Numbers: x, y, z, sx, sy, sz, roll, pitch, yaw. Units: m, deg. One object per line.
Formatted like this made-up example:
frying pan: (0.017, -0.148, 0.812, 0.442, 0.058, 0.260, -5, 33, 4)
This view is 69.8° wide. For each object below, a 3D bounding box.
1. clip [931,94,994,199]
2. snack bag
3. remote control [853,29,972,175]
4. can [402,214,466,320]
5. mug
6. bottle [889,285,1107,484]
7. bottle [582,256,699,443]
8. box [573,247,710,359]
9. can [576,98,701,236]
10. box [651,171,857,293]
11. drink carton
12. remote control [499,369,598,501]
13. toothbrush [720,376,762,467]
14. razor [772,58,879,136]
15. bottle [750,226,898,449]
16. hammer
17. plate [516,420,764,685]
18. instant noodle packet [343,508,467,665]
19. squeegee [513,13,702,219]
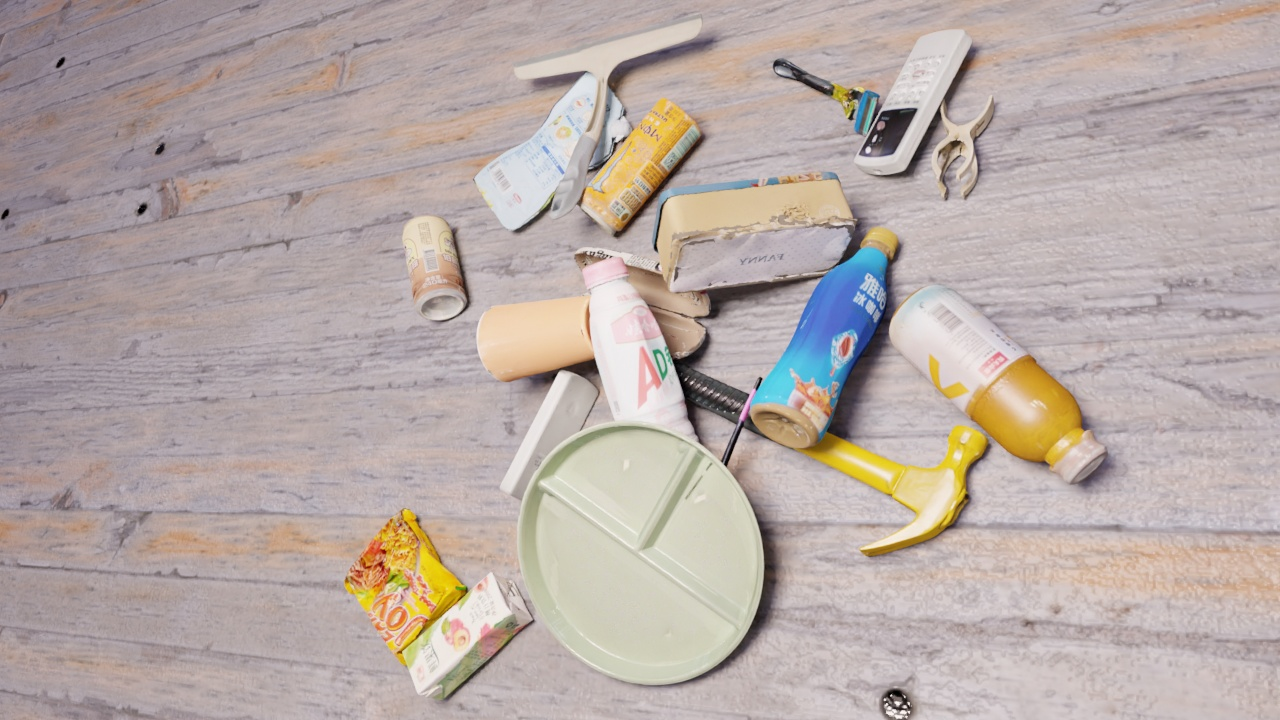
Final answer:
clip: (0.288, -0.194, 0.826, 0.072, 0.034, 0.100, 3, 63, 30)
snack bag: (-0.100, -0.239, 1.050, 0.191, 0.039, 0.110, -38, 55, 7)
remote control: (0.253, -0.242, 0.856, 0.058, 0.021, 0.150, 19, 79, 58)
can: (-0.239, -0.107, 1.059, 0.059, 0.058, 0.116, -27, 60, 16)
mug: (-0.088, -0.025, 0.893, 0.123, 0.078, 0.078, -9, 66, 31)
bottle: (0.279, 0.018, 0.722, 0.068, 0.068, 0.189, -43, 57, 7)
bottle: (-0.005, 0.005, 0.833, 0.068, 0.068, 0.197, -18, 91, 21)
box: (-0.009, -0.061, 0.900, 0.162, 0.086, 0.075, 19, 42, 38)
can: (-0.002, -0.204, 0.969, 0.146, 0.058, 0.058, -49, 56, 3)
box: (0.094, -0.113, 0.821, 0.184, 0.090, 0.062, -5, 60, -11)
drink carton: (-0.165, 0.264, 0.878, 0.122, 0.045, 0.053, -43, 51, 6)
remote control: (-0.089, 0.076, 0.906, 0.019, 0.056, 0.135, 22, 83, 36)
toothbrush: (0.071, 0.102, 0.807, 0.018, 0.014, 0.189, 27, 101, 22)
razor: (0.185, -0.272, 0.919, 0.143, 0.022, 0.043, 42, 137, 37)
bottle: (0.167, -0.028, 0.784, 0.065, 0.065, 0.218, 16, 61, 32)
hammer: (0.137, 0.065, 0.802, 0.301, 0.033, 0.128, 25, 83, 33)
plate: (-0.002, 0.164, 0.796, 0.230, 0.027, 0.230, 2, 94, 24)
instant noodle packet: (-0.242, 0.232, 0.936, 0.128, 0.044, 0.111, 42, 97, 33)
squeegee: (-0.057, -0.244, 0.987, 0.247, 0.039, 0.246, -4, 60, 29)
